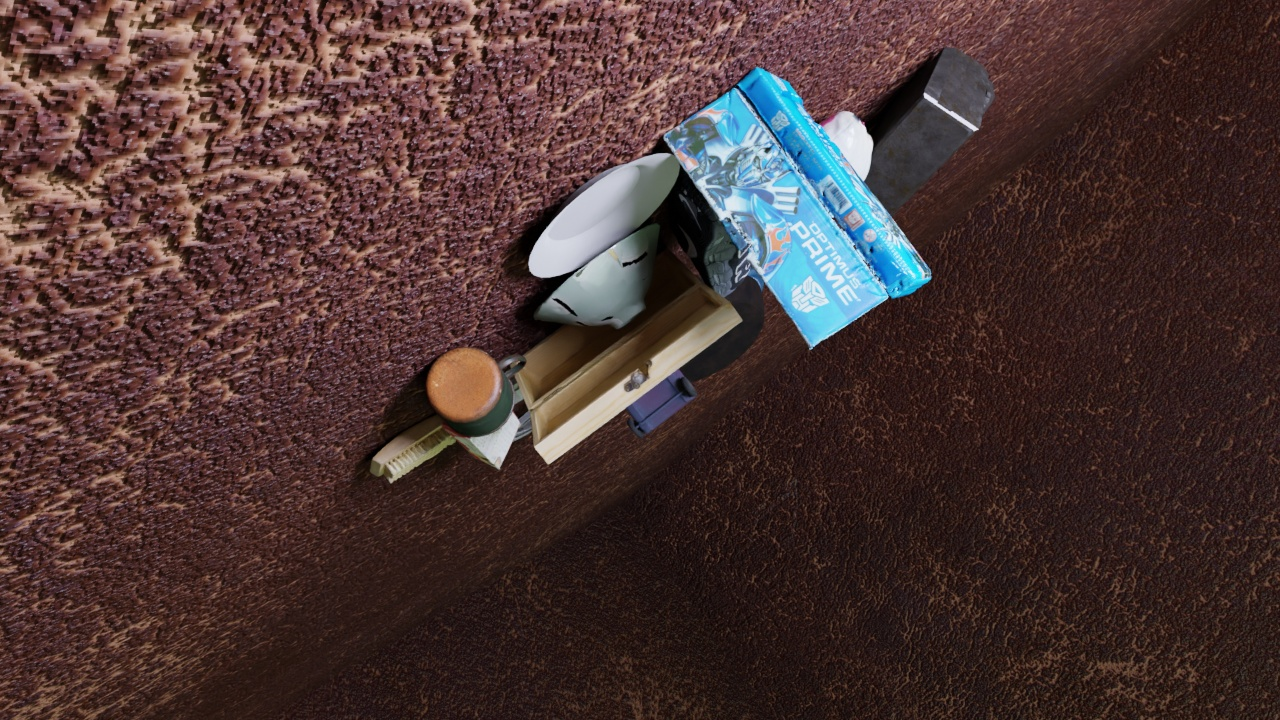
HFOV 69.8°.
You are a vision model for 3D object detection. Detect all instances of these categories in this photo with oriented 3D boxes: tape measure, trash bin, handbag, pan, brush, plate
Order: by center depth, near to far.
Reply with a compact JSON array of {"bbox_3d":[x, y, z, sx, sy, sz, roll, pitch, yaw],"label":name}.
[{"bbox_3d":[-0.038,-0.142,0.865,0.172,0.019,0.173,-35,169,-8],"label":"plate"},{"bbox_3d":[-0.273,0.105,1.117,0.116,0.039,0.049,-32,170,-30],"label":"brush"},{"bbox_3d":[0.369,-0.303,1.190,0.198,0.102,0.198,-61,-174,-35],"label":"handbag"},{"bbox_3d":[-0.156,0.031,1.195,0.060,0.020,0.062,-37,160,0],"label":"tape measure"},{"bbox_3d":[-0.007,0.007,1.201,0.094,0.161,0.092,-39,175,9],"label":"trash bin"},{"bbox_3d":[0.040,-0.010,1.422,0.356,0.043,0.249,-28,149,-1],"label":"pan"}]

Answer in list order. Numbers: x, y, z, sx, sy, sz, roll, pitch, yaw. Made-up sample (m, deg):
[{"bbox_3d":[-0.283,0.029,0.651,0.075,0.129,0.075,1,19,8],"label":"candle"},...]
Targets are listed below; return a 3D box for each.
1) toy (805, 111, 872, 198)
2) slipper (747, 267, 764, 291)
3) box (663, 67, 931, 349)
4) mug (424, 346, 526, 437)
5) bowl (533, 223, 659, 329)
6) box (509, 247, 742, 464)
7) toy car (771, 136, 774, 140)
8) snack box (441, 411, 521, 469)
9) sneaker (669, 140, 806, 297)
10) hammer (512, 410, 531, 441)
[{"bbox_3d":[0.199,-0.212,1.122,0.210,0.085,0.137,-43,168,27],"label":"toy"},{"bbox_3d":[0.165,-0.106,1.515,0.104,0.059,0.213,-54,165,13],"label":"slipper"},{"bbox_3d":[0.154,-0.151,0.829,0.166,0.243,0.075,-28,169,-32],"label":"box"},{"bbox_3d":[-0.171,0.026,0.983,0.111,0.085,0.081,-35,167,-7],"label":"mug"},{"bbox_3d":[-0.028,-0.073,1.002,0.174,0.068,0.174,-35,177,-3],"label":"bowl"},{"bbox_3d":[-0.025,-0.010,1.040,0.247,0.076,0.257,-37,-162,2],"label":"box"},{"bbox_3d":[0.140,-0.224,1.050,0.038,0.025,0.090,-2,143,-42],"label":"toy car"},{"bbox_3d":[-0.197,0.079,1.154,0.273,0.044,0.076,94,18,-77],"label":"snack box"},{"bbox_3d":[0.118,-0.167,1.022,0.151,0.097,0.253,-31,163,-4],"label":"sneaker"},{"bbox_3d":[-0.086,0.014,1.339,0.316,0.036,0.126,-41,171,16],"label":"hammer"}]
